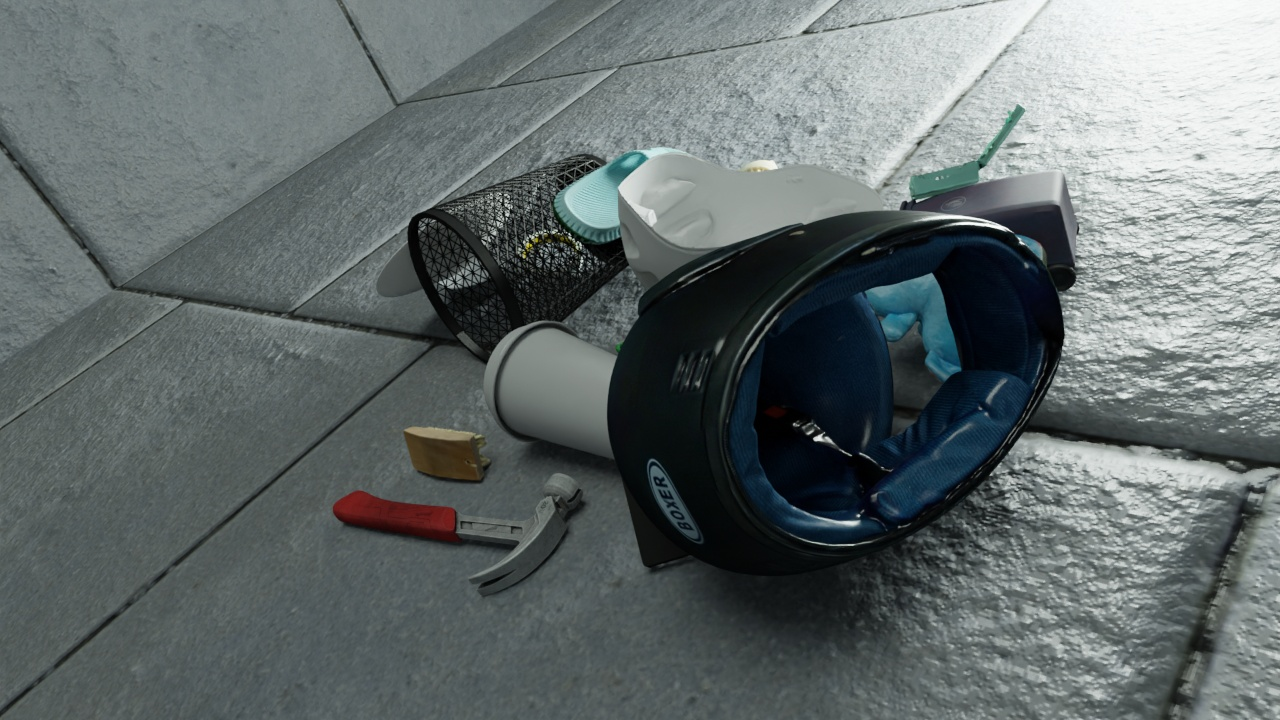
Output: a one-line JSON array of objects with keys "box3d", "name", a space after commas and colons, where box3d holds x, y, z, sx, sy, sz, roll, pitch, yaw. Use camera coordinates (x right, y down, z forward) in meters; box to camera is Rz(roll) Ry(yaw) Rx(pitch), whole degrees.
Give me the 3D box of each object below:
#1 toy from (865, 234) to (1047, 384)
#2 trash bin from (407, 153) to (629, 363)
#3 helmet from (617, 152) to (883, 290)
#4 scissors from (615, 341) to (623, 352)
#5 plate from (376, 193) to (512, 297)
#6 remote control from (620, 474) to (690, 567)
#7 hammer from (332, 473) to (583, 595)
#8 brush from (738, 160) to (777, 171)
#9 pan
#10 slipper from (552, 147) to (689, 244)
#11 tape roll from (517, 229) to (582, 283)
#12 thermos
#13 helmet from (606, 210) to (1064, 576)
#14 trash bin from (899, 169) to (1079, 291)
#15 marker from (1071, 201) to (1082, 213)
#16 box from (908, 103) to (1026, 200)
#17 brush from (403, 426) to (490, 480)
[{"box3d": [0.272, -0.049, 0.823, 0.181, 0.115, 0.183, 15, 63, 25], "name": "toy"}, {"box3d": [-0.137, -0.145, 1.196, 0.242, 0.217, 0.217, -36, 31, -29], "name": "trash bin"}, {"box3d": [0.121, -0.143, 1.002, 0.283, 0.184, 0.223, -8, 33, 23], "name": "helmet"}, {"box3d": [-0.013, 0.011, 1.037, 0.071, 0.014, 0.130, -31, 29, -8], "name": "scissors"}, {"box3d": [-0.267, -0.150, 1.299, 0.229, 0.030, 0.229, -37, -5, -4], "name": "plate"}, {"box3d": [0.014, 0.106, 0.790, 0.058, 0.013, 0.133, -18, 70, 12], "name": "remote control"}, {"box3d": [-0.210, 0.165, 0.930, 0.316, 0.036, 0.125, -2, 40, 37], "name": "hammer"}, {"box3d": [0.085, -0.238, 1.317, 0.273, 0.062, 0.077, 0, 34, 43], "name": "brush"}, {"box3d": [-0.207, -0.208, 1.486, 0.201, 0.051, 0.355, -10, 34, 25], "name": "pan"}, {"box3d": [0.004, -0.220, 1.138, 0.116, 0.070, 0.275, 44, 47, 16], "name": "slipper"}, {"box3d": [-0.131, -0.151, 1.331, 0.094, 0.019, 0.093, 0, 51, 0], "name": "tape roll"}, {"box3d": [-0.044, 0.041, 0.916, 0.222, 0.132, 0.131, 17, 51, 40], "name": "thermos"}, {"box3d": [0.123, 0.016, 0.701, 0.315, 0.249, 0.236, -34, 10, -16], "name": "helmet"}, {"box3d": [0.337, -0.119, 0.904, 0.161, 0.092, 0.093, -9, 34, 34], "name": "trash bin"}, {"box3d": [0.402, -0.159, 0.986, 0.133, 0.014, 0.014, 1, 40, 38], "name": "marker"}, {"box3d": [0.353, -0.214, 0.993, 0.138, 0.057, 0.186, -30, 0, 19], "name": "box"}, {"box3d": [-0.214, 0.100, 1.018, 0.117, 0.049, 0.039, 2, 22, 38], "name": "brush"}]
